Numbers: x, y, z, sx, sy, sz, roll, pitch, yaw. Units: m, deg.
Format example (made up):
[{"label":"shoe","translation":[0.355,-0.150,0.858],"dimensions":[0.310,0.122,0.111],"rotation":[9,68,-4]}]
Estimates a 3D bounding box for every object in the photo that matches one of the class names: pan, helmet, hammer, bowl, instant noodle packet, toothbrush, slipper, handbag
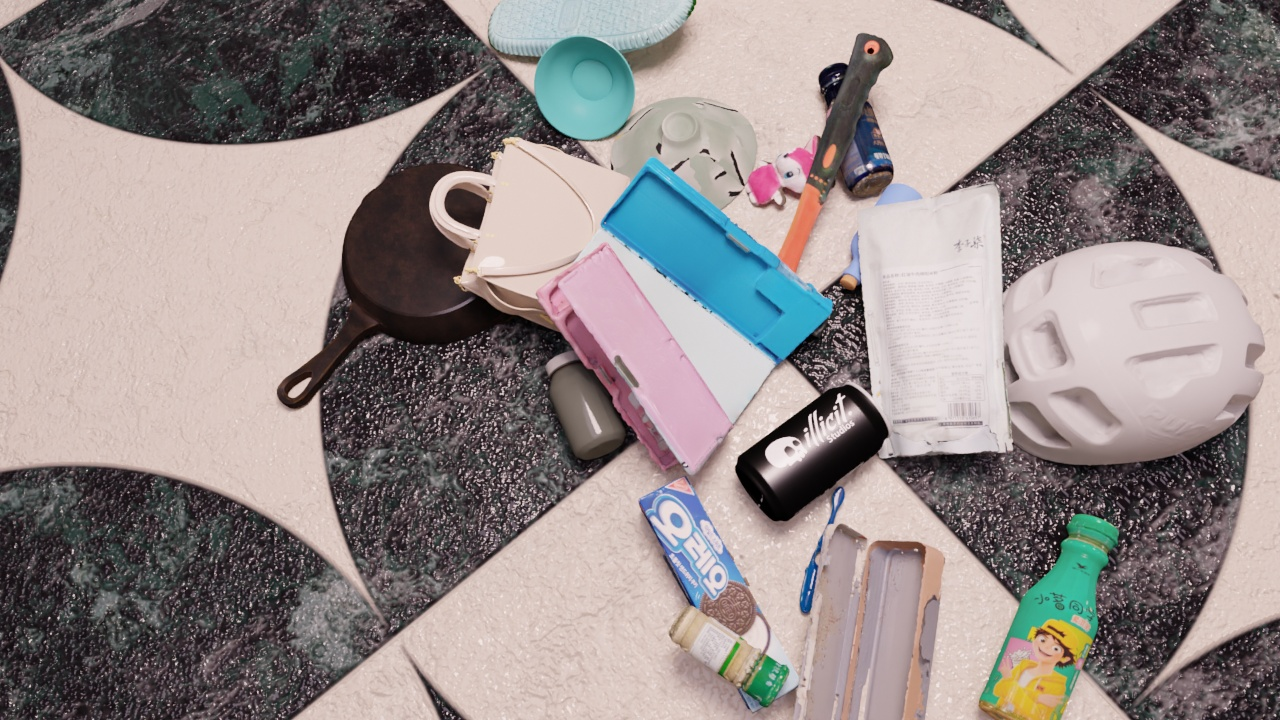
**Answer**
[{"label":"pan","translation":[-0.279,-0.086,1.039],"dimensions":[0.249,0.043,0.355],"rotation":[39,77,16]},{"label":"helmet","translation":[0.497,-0.012,0.927],"dimensions":[0.282,0.184,0.224],"rotation":[0,73,-17]},{"label":"hammer","translation":[0.198,-0.202,1.007],"dimensions":[0.133,0.033,0.333],"rotation":[23,89,13]},{"label":"bowl","translation":[0.048,-0.254,1.062],"dimensions":[0.174,0.068,0.174],"rotation":[-2,71,6]},{"label":"instant noodle packet","translation":[0.300,-0.037,0.937],"dimensions":[0.147,0.057,0.269],"rotation":[-6,80,32]},{"label":"toothbrush","translation":[0.183,0.190,0.922],"dimensions":[0.021,0.016,0.132],"rotation":[17,75,11]},{"label":"slipper","translation":[-0.059,-0.415,1.131],"dimensions":[0.277,0.069,0.115],"rotation":[2,71,21]},{"label":"bowl","translation":[-0.062,-0.329,1.096],"dimensions":[0.121,0.121,0.046],"rotation":[8,31,7]},{"label":"handbag","translation":[-0.128,-0.146,0.987],"dimensions":[0.197,0.101,0.194],"rotation":[20,70,-21]}]

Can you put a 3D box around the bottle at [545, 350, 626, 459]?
[{"label":"bottle","translation":[-0.060,0.046,0.967],"dimensions":[0.060,0.060,0.108],"rotation":[-24,71,-4]}]

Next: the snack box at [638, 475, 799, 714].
[{"label":"snack box","translation":[0.074,0.225,0.893],"dimensions":[0.059,0.059,0.226],"rotation":[-28,71,-5]}]

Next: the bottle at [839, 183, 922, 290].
[{"label":"bottle","translation":[0.261,-0.132,1.012],"dimensions":[0.048,0.048,0.131],"rotation":[32,76,14]}]

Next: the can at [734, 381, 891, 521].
[{"label":"can","translation":[0.172,0.091,0.922],"dimensions":[0.146,0.080,0.080],"rotation":[-35,72,-8]}]

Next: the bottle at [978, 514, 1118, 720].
[{"label":"bottle","translation":[0.388,0.244,0.857],"dimensions":[0.068,0.068,0.209],"rotation":[27,74,13]}]

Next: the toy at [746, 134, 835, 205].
[{"label":"toy","translation":[0.170,-0.216,1.052],"dimensions":[0.102,0.050,0.065],"rotation":[-23,75,1]}]

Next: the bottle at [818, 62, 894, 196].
[{"label":"bottle","translation":[0.245,-0.268,1.058],"dimensions":[0.056,0.056,0.160],"rotation":[-13,69,0]}]

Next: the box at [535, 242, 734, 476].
[{"label":"box","translation":[-0.003,0.005,0.898],"dimensions":[0.099,0.098,0.232],"rotation":[-32,101,8]}]

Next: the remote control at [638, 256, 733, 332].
[{"label":"remote control","translation":[0.050,-0.075,1.023],"dimensions":[0.140,0.021,0.045],"rotation":[39,79,15]}]

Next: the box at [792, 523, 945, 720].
[{"label":"box","translation":[0.218,0.269,0.849],"dimensions":[0.108,0.095,0.216],"rotation":[2,68,31]}]

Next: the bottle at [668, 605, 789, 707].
[{"label":"bottle","translation":[0.078,0.265,0.827],"dimensions":[0.110,0.043,0.042],"rotation":[31,75,15]}]

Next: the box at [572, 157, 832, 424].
[{"label":"box","translation":[0.055,-0.071,0.962],"dimensions":[0.243,0.063,0.174],"rotation":[38,100,-8]}]
